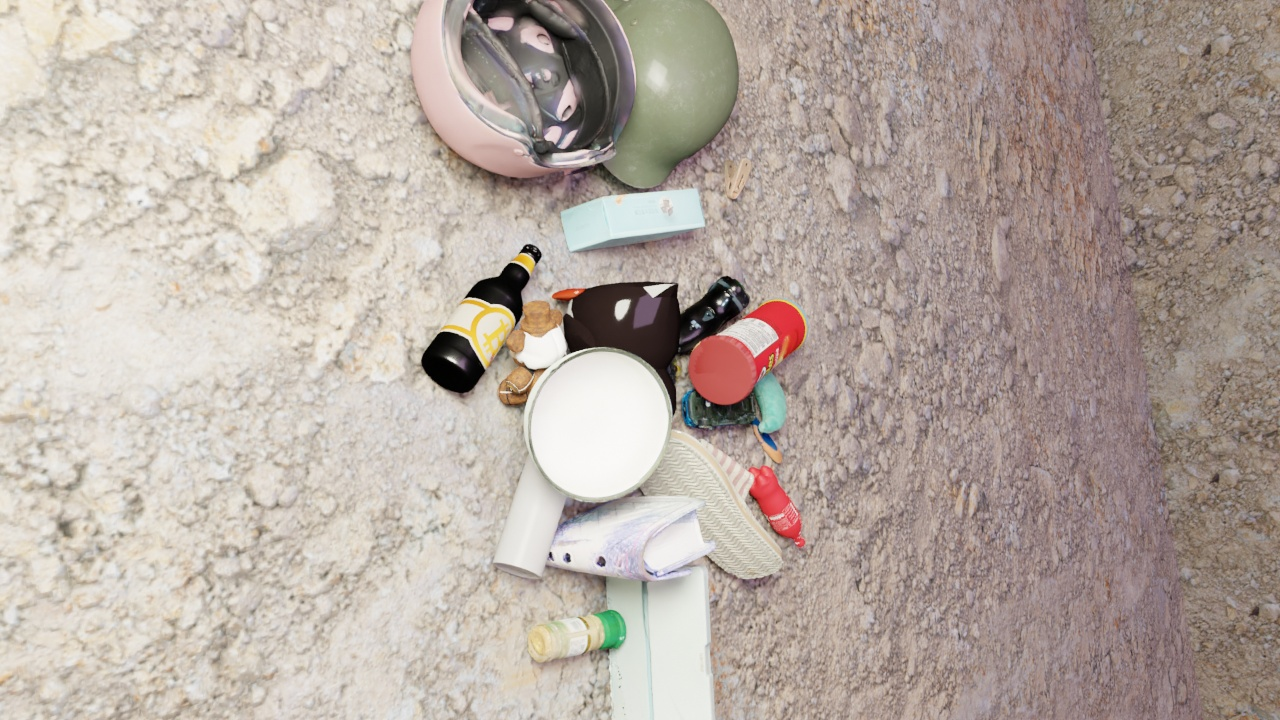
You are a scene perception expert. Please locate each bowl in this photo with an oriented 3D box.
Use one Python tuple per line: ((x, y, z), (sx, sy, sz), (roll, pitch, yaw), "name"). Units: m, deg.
((-0.051, 0.060, 0.926), (0.153, 0.073, 0.153), (-3, 97, -25), "bowl")

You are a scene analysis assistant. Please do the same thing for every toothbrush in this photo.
((0.163, 0.092, 1.268), (0.021, 0.017, 0.135), (-50, 120, -34), "toothbrush")

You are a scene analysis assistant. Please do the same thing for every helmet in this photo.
((0.031, -0.341, 1.105), (0.227, 0.154, 0.267), (35, 60, -36), "helmet")
((-0.124, -0.292, 0.942), (0.254, 0.153, 0.230), (-37, 107, -44), "helmet")

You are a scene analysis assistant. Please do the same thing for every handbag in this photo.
((-0.015, 0.194, 0.967), (0.126, 0.159, 0.069), (-18, 98, -47), "handbag")

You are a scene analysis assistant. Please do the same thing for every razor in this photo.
((0.088, -0.059, 1.180), (0.053, 0.064, 0.140), (44, 55, 6), "razor")

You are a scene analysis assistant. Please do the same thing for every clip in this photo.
((0.136, -0.254, 1.282), (0.026, 0.061, 0.049), (22, 41, -41), "clip")

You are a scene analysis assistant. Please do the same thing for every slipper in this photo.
((0.089, 0.171, 1.116), (0.263, 0.115, 0.052), (52, 32, -27), "slipper")

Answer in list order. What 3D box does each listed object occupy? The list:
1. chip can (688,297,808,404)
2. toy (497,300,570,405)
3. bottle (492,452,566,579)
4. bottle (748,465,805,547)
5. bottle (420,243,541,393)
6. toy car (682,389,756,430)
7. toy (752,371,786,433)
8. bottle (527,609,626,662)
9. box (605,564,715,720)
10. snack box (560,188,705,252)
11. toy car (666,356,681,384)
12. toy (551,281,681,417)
((0.145, -0.017, 1.188), (0.212, 0.087, 0.087), (-32, 106, -56), "chip can")
((-0.108, -0.008, 0.947), (0.087, 0.067, 0.113), (-35, 134, -43), "toy")
((-0.100, 0.128, 0.967), (0.052, 0.053, 0.194), (35, 60, -36), "bottle")
((0.189, 0.203, 1.254), (0.141, 0.042, 0.041), (56, 49, -23), "bottle")
((-0.152, -0.052, 0.939), (0.059, 0.059, 0.181), (49, 52, -28), "bottle")
((0.099, 0.063, 1.186), (0.120, 0.044, 0.056), (0, 83, -42), "toy car")
((0.169, 0.048, 1.260), (0.084, 0.033, 0.105), (-7, 73, -56), "toy")
((-0.067, 0.295, 0.981), (0.110, 0.043, 0.043), (3, 81, -44), "bottle")
((0.017, 0.321, 0.992), (0.044, 0.136, 0.197), (11, 75, -57), "box")
((-0.006, -0.168, 1.096), (0.174, 0.075, 0.053), (-17, 96, -45), "snack box")
((0.020, -0.014, 1.128), (0.049, 0.030, 0.107), (-10, 93, -44), "toy car")
((-0.006, 0.006, 1.018), (0.158, 0.140, 0.184), (-4, 87, -50), "toy")
